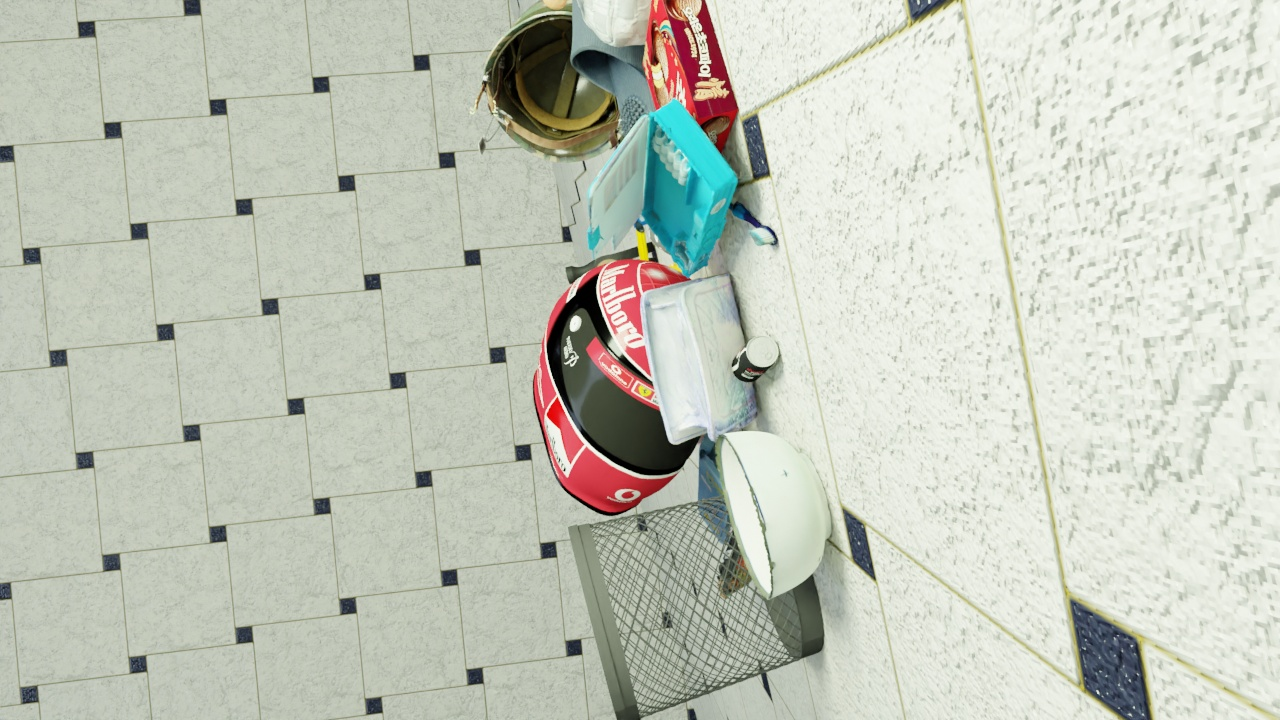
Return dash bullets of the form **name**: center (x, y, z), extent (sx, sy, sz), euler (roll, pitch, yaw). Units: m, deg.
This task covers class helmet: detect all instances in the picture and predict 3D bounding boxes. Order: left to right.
- **helmet**: center (-0.100, -0.338, 1.156), extent (0.235, 0.192, 0.225), euler (-81, 8, -49)
- **helmet**: center (-0.006, 0.006, 1.051), extent (0.225, 0.197, 0.270), euler (-50, 38, 33)

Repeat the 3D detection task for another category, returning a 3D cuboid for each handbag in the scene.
- **handbag**: center (-0.038, -0.384, 0.865), extent (0.112, 0.123, 0.172), euler (-119, 20, -43)
- **handbag**: center (0.063, -0.003, 0.927), extent (0.126, 0.069, 0.158), euler (-22, -80, -55)

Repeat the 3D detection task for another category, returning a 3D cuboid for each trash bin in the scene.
- **trash bin**: center (0.058, 0.259, 1.008), extent (0.218, 0.227, 0.217), euler (164, 91, -84)

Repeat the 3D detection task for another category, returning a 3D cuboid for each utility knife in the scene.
- **utility knife**: center (0.013, -0.077, 1.211), extent (0.030, 0.019, 0.228), euler (-104, 7, -61)

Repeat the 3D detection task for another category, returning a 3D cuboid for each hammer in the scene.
- **hammer**: center (-0.034, -0.156, 1.498), extent (0.305, 0.132, 0.040), euler (-54, -50, -82)

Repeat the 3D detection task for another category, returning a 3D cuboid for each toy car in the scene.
- **toy car**: center (0.133, 0.250, 1.162), extent (0.047, 0.047, 0.112), euler (-122, 47, -69)

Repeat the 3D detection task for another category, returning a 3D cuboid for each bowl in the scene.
- **bowl**: center (0.125, 0.133, 0.838), extent (0.153, 0.073, 0.153), euler (165, 91, -84)

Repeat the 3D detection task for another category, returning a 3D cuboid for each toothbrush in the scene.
- **toothbrush**: center (0.085, -0.135, 0.830), extent (0.189, 0.017, 0.016), euler (-118, 15, -62)

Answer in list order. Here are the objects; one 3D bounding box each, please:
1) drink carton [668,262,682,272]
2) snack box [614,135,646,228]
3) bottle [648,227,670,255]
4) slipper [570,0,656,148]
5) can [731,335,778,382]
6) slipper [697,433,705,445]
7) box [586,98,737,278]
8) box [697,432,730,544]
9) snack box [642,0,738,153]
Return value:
- **drink carton**: center (0.050, -0.062, 1.194), extent (0.058, 0.041, 0.122), euler (96, 159, -73)
- **snack box**: center (-0.011, -0.269, 1.291), extent (0.154, 0.033, 0.088), euler (86, 168, -59)
- **bottle**: center (0.036, -0.152, 1.093), extent (0.112, 0.047, 0.047), euler (-126, 22, -73)
- **slipper**: center (-0.035, -0.331, 1.020), extent (0.101, 0.082, 0.264), euler (10, 120, 58)
- **can**: center (0.108, -0.001, 0.867), extent (0.080, 0.031, 0.031), euler (108, 147, -78)
- **slipper**: center (0.066, 0.057, 1.233), extent (0.240, 0.064, 0.094), euler (100, 155, -72)
- **box**: center (0.004, -0.131, 0.850), extent (0.097, 0.117, 0.227), euler (56, 171, 9)
- **box**: center (0.094, 0.157, 1.185), extent (0.210, 0.047, 0.122), euler (84, -175, -61)
- **snack box**: center (0.042, -0.255, 0.847), extent (0.152, 0.036, 0.132), euler (112, 143, -80)
